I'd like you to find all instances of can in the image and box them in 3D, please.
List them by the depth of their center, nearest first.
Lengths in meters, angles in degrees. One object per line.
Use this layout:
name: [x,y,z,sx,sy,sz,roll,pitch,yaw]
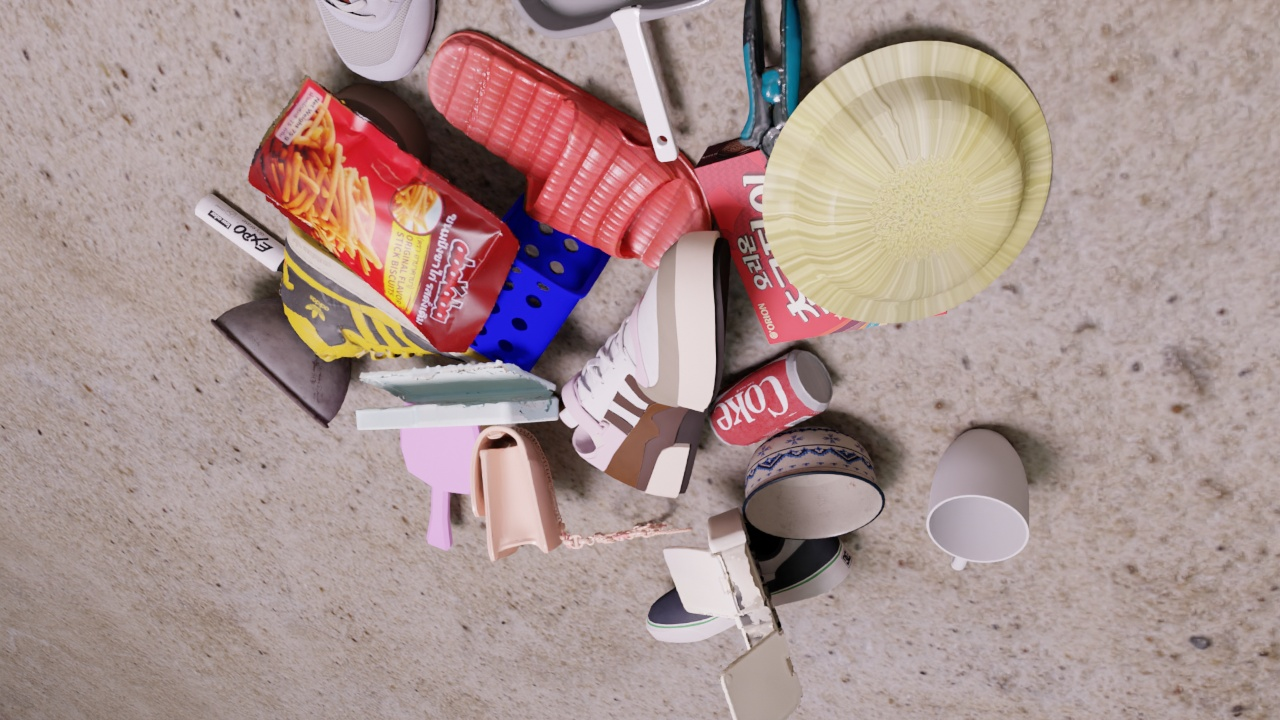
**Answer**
can: [0.104,0.033,0.748,0.054,0.053,0.097,45,131,-16]

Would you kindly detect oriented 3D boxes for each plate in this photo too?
plate: [0.171,-0.099,0.572,0.184,0.036,0.185,-1,118,-2]

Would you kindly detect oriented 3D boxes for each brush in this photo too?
brush: [-0.201,0.114,0.956,0.089,0.043,0.229,20,133,8]

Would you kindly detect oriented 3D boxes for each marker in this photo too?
marker: [-0.353,-0.107,0.853,0.126,0.025,0.025,37,132,-9]

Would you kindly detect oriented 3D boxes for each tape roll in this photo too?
tape roll: [-0.217,-0.172,0.736,0.094,0.030,0.094,12,131,14]

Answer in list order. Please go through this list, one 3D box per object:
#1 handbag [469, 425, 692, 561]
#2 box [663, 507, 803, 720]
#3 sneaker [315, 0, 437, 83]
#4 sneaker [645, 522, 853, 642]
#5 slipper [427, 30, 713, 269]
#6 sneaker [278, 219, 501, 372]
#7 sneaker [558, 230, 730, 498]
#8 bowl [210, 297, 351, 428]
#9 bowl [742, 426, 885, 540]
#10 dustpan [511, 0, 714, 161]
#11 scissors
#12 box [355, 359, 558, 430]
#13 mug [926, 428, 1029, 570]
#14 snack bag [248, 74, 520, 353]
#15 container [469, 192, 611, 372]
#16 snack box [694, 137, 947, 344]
handbag: [-0.058,0.112,0.851,0.187,0.116,0.199,-8,171,-2]
box: [0.072,0.210,0.735,0.081,0.181,0.143,-20,91,5]
sneaker: [-0.192,-0.272,0.578,0.089,0.124,0.240,21,133,7]
sneaker: [0.085,0.203,0.885,0.236,0.084,0.079,-32,101,33]
slipper: [-0.055,-0.144,0.670,0.249,0.059,0.104,36,133,-5]
sneaker: [-0.213,-0.032,0.811,0.238,0.085,0.122,34,130,-3]
sneaker: [-0.004,0.004,0.711,0.116,0.111,0.294,8,147,-1]
bowl: [-0.328,-0.008,0.874,0.145,0.067,0.145,40,165,12]
bowl: [0.142,0.098,0.770,0.115,0.059,0.116,0,143,0]
dustpan: [-0.012,-0.251,0.579,0.163,0.033,0.258,-2,126,25]
scissors: [0.090,-0.165,0.580,0.130,0.019,0.135,49,122,11]
box: [-0.160,0.038,0.786,0.199,0.072,0.086,-6,144,39]
mug: [0.262,0.112,0.720,0.071,0.089,0.107,13,131,14]
snack bag: [-0.189,-0.106,0.695,0.208,0.066,0.139,37,127,1]
container: [-0.091,-0.059,0.738,0.085,0.084,0.114,34,134,-6]
snack box: [0.130,-0.092,0.645,0.133,0.035,0.152,-10,123,30]
